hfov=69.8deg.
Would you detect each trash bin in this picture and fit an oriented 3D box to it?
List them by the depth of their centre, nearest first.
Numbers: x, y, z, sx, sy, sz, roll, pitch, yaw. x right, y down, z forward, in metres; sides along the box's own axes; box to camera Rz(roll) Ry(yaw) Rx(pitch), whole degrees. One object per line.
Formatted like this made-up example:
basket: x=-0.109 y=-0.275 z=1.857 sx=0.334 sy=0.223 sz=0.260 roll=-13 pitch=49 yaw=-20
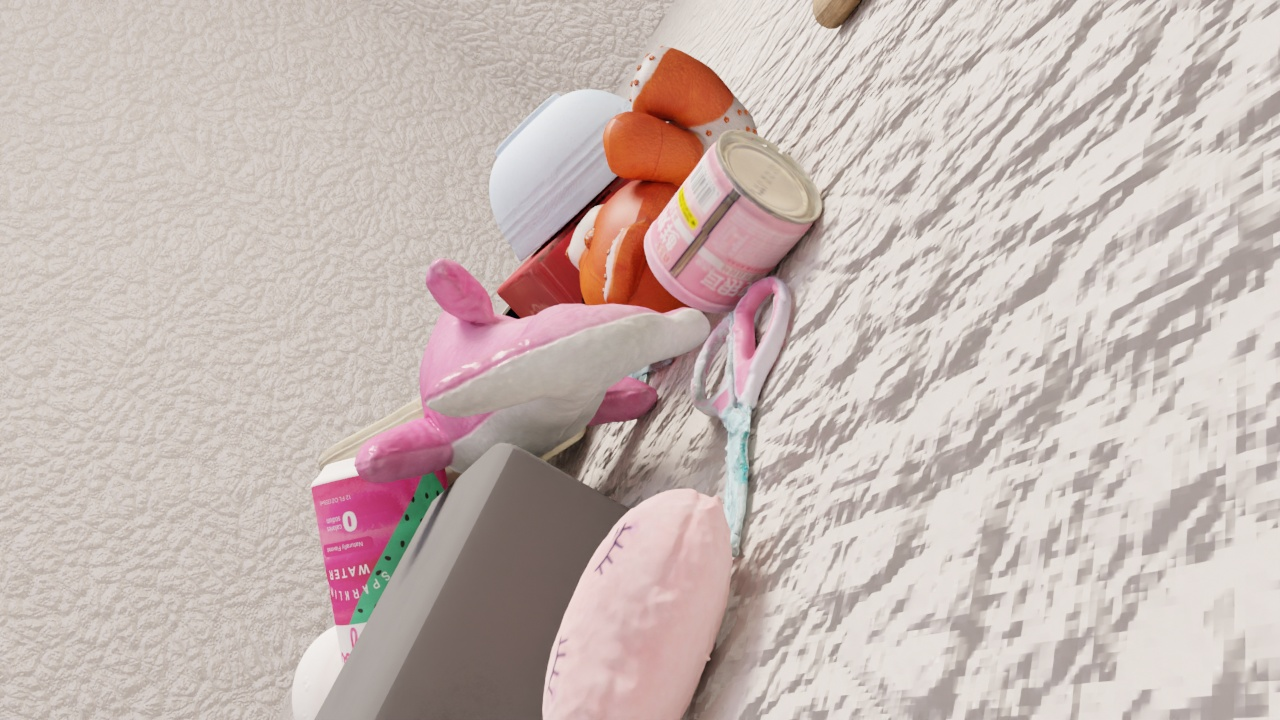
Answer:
trash bin: x=-0.104 y=0.175 z=0.471 sx=0.192 sy=0.097 sz=0.219 roll=-38 pitch=24 yaw=60

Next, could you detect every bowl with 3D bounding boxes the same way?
bowl: x=-0.190 y=0.237 z=0.663 sx=0.054 sy=0.105 sz=0.104 roll=-26 pitch=33 yaw=41
bowl: x=-0.062 y=-0.154 z=0.703 sx=0.151 sy=0.075 sz=0.150 roll=-41 pitch=11 yaw=10

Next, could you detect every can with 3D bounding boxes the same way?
can: x=0.047 y=-0.072 z=0.489 sx=0.076 sy=0.067 sz=0.067 roll=-50 pitch=16 yaw=39
can: x=-0.163 y=0.146 z=0.617 sx=0.088 sy=0.088 sz=0.166 roll=153 pitch=106 yaw=-69

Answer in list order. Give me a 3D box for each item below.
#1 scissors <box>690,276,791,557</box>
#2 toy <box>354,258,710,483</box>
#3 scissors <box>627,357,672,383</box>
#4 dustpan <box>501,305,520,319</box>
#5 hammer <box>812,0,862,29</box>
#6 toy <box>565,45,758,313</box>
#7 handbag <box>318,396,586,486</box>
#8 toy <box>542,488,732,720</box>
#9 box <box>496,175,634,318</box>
scissors: x=0.044 y=0.025 z=0.417 sx=0.077 sy=0.017 sz=0.173 roll=-48 pitch=21 yaw=34
toy: x=-0.081 y=-0.001 z=0.529 sx=0.186 sy=0.128 sz=0.266 roll=-17 pitch=-4 yaw=-28
scissors: x=-0.005 y=0.005 z=0.656 sx=0.126 sy=0.015 sz=0.135 roll=-50 pitch=13 yaw=36
dustpan: x=-0.098 y=-0.036 z=0.930 sx=0.236 sy=0.080 sz=0.273 roll=-53 pitch=8 yaw=-7
hammer: x=0.185 y=-0.284 z=0.503 sx=0.132 sy=0.040 sz=0.306 roll=-63 pitch=11 yaw=-26
toy: x=0.012 y=-0.092 z=0.591 sx=0.164 sy=0.093 sz=0.172 roll=71 pitch=-138 yaw=-63
handbag: x=-0.142 y=0.088 z=0.748 sx=0.229 sy=0.132 sz=0.184 roll=-24 pitch=-1 yaw=5
toy: x=-0.003 y=0.102 z=0.345 sx=0.105 sy=0.053 sz=0.108 roll=109 pitch=-176 yaw=-70
box: x=-0.025 y=-0.082 z=0.730 sx=0.158 sy=0.087 sz=0.129 roll=-48 pitch=11 yaw=-18
